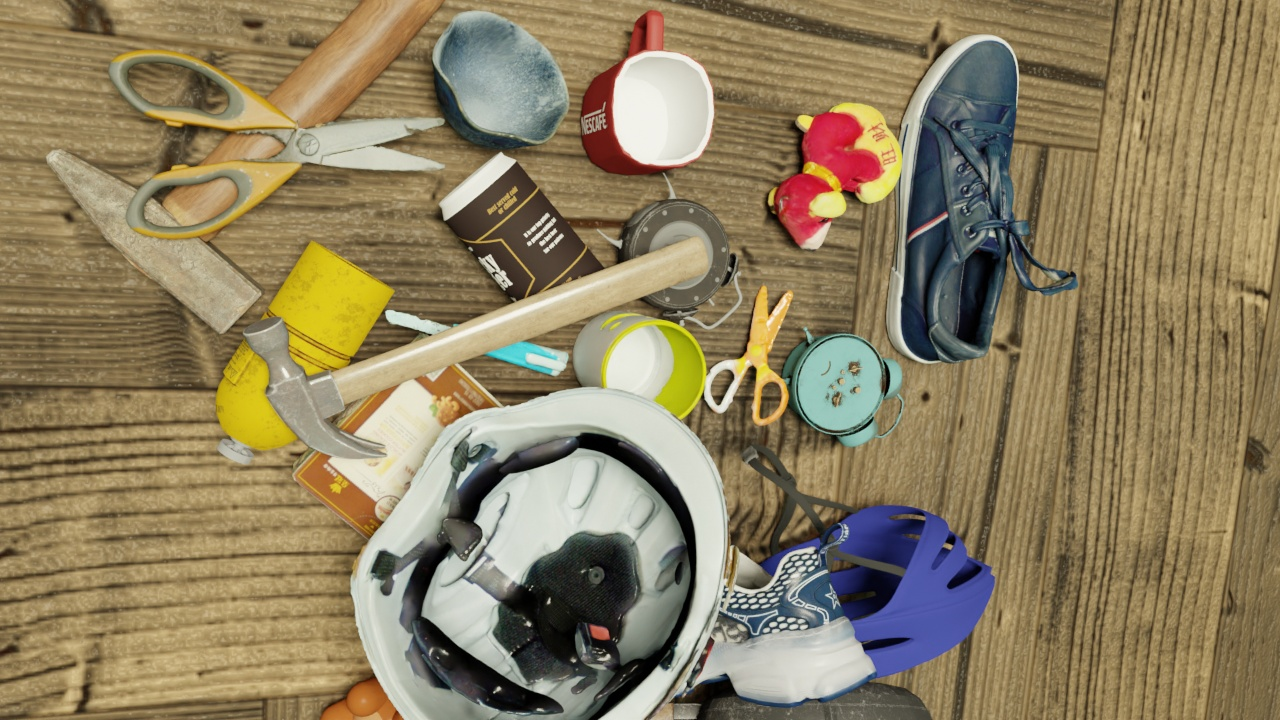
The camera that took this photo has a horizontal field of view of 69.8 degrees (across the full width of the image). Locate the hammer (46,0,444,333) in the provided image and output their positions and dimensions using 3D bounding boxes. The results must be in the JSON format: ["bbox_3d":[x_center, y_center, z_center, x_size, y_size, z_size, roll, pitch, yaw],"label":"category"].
[{"bbox_3d":[-0.258,-0.181,0.662,0.158,0.037,0.300,45,84,-18],"label":"hammer"}]

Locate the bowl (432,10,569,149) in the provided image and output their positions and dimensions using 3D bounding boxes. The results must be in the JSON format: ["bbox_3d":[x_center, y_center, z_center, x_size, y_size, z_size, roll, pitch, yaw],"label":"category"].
[{"bbox_3d":[-0.111,-0.199,0.686,0.110,0.055,0.110,16,60,-31],"label":"bowl"}]

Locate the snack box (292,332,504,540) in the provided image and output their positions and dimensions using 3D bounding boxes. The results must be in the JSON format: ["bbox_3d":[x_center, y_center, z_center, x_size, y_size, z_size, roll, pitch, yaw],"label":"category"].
[{"bbox_3d":[-0.170,0.079,0.726,0.147,0.041,0.143,-47,108,-6],"label":"snack box"}]

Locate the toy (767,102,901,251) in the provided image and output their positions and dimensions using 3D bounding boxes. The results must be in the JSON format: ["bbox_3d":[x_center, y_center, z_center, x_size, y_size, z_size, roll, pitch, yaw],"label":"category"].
[{"bbox_3d":[0.165,-0.166,0.784,0.137,0.067,0.105,-46,104,-14],"label":"toy"}]

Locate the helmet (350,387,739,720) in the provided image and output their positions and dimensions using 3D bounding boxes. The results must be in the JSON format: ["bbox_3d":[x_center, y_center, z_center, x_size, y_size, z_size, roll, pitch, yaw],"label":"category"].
[{"bbox_3d":[-0.053,0.156,0.659,0.236,0.164,0.263,36,79,18],"label":"helmet"}]

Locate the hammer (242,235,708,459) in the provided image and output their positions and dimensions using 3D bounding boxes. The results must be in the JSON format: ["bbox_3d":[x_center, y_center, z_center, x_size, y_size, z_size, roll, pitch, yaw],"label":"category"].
[{"bbox_3d":[-0.103,-0.025,0.668,0.330,0.031,0.119,-22,116,-14],"label":"hammer"}]

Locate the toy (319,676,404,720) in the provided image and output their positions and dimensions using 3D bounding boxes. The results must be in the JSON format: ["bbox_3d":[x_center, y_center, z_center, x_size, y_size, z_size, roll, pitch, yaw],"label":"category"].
[{"bbox_3d":[-0.194,0.316,0.724,0.065,0.095,0.127,-11,61,-51],"label":"toy"}]

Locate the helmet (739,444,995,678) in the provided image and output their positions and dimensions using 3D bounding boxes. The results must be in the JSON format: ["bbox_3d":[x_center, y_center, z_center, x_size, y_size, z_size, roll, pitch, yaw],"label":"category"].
[{"bbox_3d":[0.174,0.162,0.783,0.241,0.147,0.228,-18,106,0],"label":"helmet"}]

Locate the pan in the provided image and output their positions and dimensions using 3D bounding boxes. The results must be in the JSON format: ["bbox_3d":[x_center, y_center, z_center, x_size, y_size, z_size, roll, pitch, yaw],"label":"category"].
[{"bbox_3d":[0.070,0.302,0.792,0.357,0.208,0.040,0,66,1],"label":"pan"}]

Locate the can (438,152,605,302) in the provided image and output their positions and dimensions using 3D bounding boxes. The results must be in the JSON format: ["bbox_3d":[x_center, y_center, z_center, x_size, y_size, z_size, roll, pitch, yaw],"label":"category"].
[{"bbox_3d":[-0.089,-0.090,0.709,0.072,0.072,0.128,-42,107,-7],"label":"can"}]

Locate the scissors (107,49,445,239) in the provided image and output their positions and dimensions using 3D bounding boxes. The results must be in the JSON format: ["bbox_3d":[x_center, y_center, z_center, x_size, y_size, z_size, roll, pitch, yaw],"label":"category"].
[{"bbox_3d":[-0.252,-0.162,0.638,0.225,0.016,0.166,-19,104,-14],"label":"scissors"}]

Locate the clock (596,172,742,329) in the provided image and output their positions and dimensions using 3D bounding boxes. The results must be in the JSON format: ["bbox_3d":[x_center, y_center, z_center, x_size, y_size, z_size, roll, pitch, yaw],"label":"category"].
[{"bbox_3d":[0.030,-0.083,0.761,0.091,0.044,0.123,-42,107,-8],"label":"clock"}]

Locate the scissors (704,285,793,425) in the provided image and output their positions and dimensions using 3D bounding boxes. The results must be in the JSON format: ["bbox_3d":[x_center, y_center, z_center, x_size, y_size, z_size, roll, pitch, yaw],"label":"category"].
[{"bbox_3d":[0.092,-0.010,0.801,0.084,0.012,0.133,3,77,16],"label":"scissors"}]

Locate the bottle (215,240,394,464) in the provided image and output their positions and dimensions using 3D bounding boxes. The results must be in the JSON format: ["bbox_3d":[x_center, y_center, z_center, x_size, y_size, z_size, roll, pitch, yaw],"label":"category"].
[{"bbox_3d":[-0.255,-0.001,0.673,0.071,0.071,0.164,33,88,-19],"label":"bottle"}]

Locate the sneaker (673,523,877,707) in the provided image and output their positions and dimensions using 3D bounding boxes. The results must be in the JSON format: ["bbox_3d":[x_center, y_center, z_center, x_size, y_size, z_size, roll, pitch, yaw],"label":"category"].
[{"bbox_3d":[0.048,0.194,0.730,0.103,0.270,0.132,6,76,-55],"label":"sneaker"}]

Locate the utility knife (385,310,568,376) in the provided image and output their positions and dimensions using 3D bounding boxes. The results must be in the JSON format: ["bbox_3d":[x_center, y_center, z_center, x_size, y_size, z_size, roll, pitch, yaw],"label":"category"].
[{"bbox_3d":[-0.124,-0.017,0.718,0.158,0.015,0.022,19,95,-35],"label":"utility knife"}]

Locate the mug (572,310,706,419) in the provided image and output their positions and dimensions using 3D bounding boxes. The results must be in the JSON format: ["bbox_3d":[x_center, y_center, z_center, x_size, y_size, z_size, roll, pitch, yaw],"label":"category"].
[{"bbox_3d":[-0.004,0.004,0.731,0.082,0.106,0.082,-2,98,-17],"label":"mug"}]

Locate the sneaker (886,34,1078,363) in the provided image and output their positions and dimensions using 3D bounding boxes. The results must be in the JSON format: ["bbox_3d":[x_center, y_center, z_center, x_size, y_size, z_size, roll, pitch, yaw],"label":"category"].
[{"bbox_3d":[0.298,-0.138,0.795,0.120,0.127,0.294,6,94,-17],"label":"sneaker"}]

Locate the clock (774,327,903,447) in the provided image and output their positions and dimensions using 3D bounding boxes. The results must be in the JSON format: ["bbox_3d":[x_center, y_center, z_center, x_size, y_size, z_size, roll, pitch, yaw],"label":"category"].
[{"bbox_3d":[0.182,0.025,0.820,0.124,0.053,0.090,31,89,-19],"label":"clock"}]

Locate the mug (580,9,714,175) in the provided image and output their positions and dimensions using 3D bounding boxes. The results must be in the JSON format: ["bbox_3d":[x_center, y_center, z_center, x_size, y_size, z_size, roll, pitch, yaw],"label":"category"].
[{"bbox_3d":[0.003,-0.204,0.707,0.080,0.096,0.116,-1,98,-17],"label":"mug"}]
